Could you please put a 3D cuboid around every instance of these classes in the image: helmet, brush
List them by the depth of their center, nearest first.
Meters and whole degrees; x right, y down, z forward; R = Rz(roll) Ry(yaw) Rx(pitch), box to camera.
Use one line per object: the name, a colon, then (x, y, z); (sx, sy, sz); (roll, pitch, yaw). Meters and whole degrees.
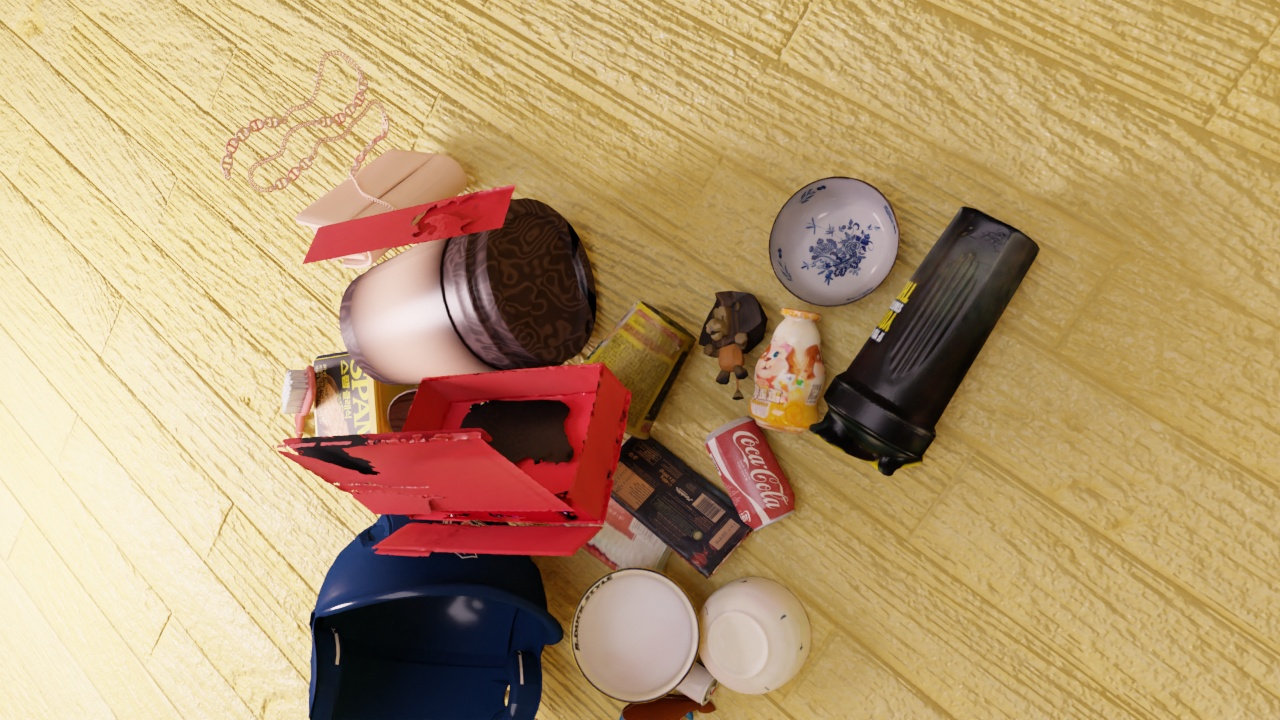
helmet: (-0.194, 0.240, 0.891); (0.273, 0.232, 0.222); (-36, 44, 55)
brush: (-0.403, 0.052, 1.070); (0.173, 0.030, 0.041); (-46, 52, 56)

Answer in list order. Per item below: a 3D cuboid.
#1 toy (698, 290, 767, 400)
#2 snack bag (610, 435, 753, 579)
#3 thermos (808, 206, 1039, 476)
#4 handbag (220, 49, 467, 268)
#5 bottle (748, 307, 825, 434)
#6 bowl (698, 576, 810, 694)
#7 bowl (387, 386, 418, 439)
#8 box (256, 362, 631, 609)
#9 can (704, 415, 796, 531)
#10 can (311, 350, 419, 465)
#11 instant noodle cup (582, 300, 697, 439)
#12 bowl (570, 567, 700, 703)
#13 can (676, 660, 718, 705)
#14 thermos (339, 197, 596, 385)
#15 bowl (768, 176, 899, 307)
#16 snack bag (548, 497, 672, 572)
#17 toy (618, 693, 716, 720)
toy: (0.084, -0.014, 0.842); (0.076, 0.062, 0.100); (-20, 61, 44)
snack bag: (0.031, 0.133, 0.874); (0.155, 0.018, 0.074); (37, 67, 24)
thermos: (0.235, -0.013, 0.754); (0.098, 0.098, 0.221); (34, 99, 24)
handbag: (-0.296, -0.200, 0.947); (0.117, 0.198, 0.187); (11, 137, 37)
bottle: (0.134, 0.009, 0.818); (0.063, 0.063, 0.109); (12, 94, 27)
bowl: (0.098, 0.254, 0.839); (0.105, 0.054, 0.105); (-1, 87, 27)
bowl: (-0.211, 0.064, 0.994); (0.119, 0.032, 0.119); (8, 133, 8)
box: (-0.165, 0.151, 0.713); (0.212, 0.408, 0.107); (-4, 123, 29)
can: (0.101, 0.104, 0.839); (0.054, 0.054, 0.096); (-32, 75, 23)
can: (-0.311, 0.052, 1.047); (0.105, 0.075, 0.135); (-7, 86, 30)
instant noodle cup: (-0.005, 0.005, 0.877); (0.102, 0.102, 0.108); (38, 98, 23)
bowl: (-0.004, 0.252, 0.849); (0.117, 0.068, 0.117); (0, 76, 0)
can: (0.029, 0.294, 0.886); (0.095, 0.032, 0.032); (24, 100, 26)
thermos: (-0.183, -0.056, 0.935); (0.227, 0.172, 0.172); (-13, 83, 33)
bowl: (0.175, -0.101, 0.808); (0.114, 0.045, 0.114); (-1, 89, 28)
snack bag: (-0.064, 0.141, 0.935); (0.225, 0.041, 0.077); (30, 102, 26)
toy: (0.028, 0.368, 0.887); (0.103, 0.070, 0.090); (-13, 96, 4)
